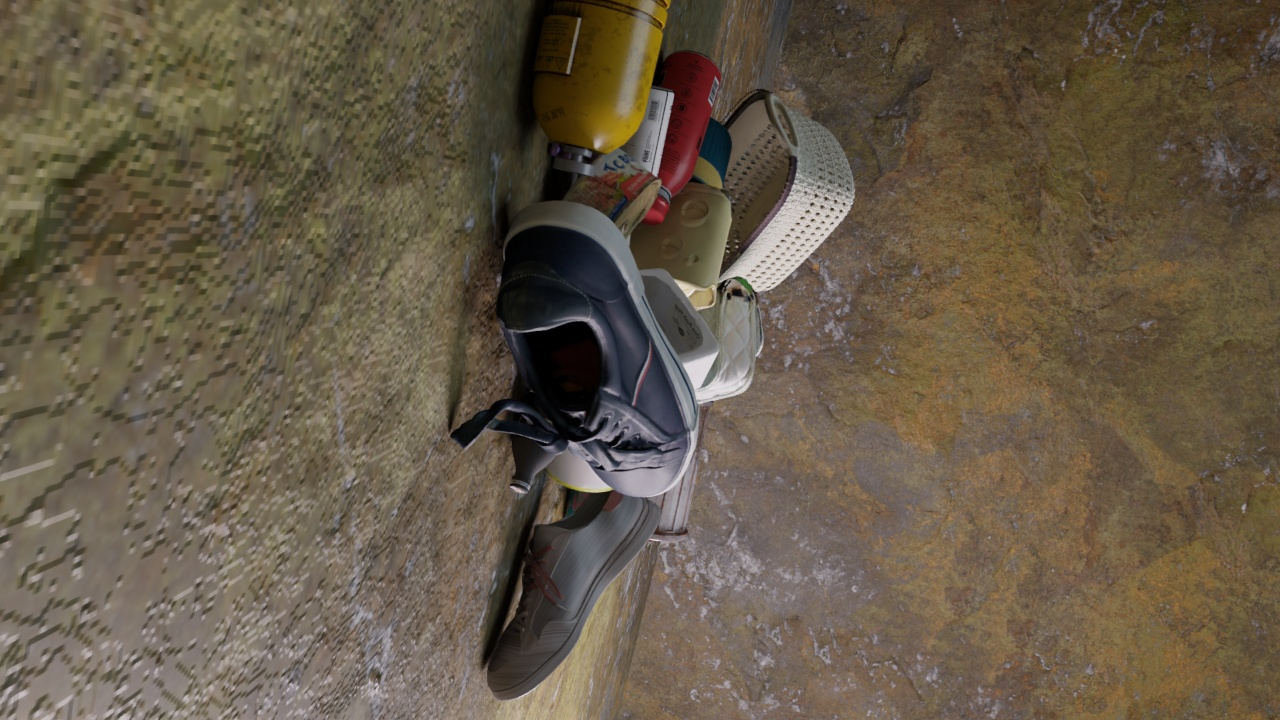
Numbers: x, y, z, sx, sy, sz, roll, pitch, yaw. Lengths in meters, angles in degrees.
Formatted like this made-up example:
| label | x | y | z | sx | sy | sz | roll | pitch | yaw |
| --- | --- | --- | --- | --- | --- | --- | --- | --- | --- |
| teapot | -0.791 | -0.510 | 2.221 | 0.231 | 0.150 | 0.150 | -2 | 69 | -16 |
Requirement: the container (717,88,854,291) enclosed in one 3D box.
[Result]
| label | x | y | z | sx | sy | sz | roll | pitch | yaw |
| --- | --- | --- | --- | --- | --- | --- | --- | --- | --- |
| container | 0.143 | -0.195 | 1.130 | 0.252 | 0.143 | 0.184 | -48 | -139 | 43 |

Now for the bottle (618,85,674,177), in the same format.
| label | x | y | z | sx | sy | sz | roll | pitch | yaw |
| --- | --- | --- | --- | --- | --- | --- | --- | --- | --- |
| bottle | -0.001 | -0.186 | 0.819 | 0.041 | 0.041 | 0.116 | -54 | 157 | -70 |

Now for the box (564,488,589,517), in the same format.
| label | x | y | z | sx | sy | sz | roll | pitch | yaw |
| --- | --- | --- | --- | --- | --- | --- | --- | --- | --- |
| box | -0.030 | 0.096 | 1.000 | 0.094 | 0.039 | 0.227 | 28 | -75 | 63 |

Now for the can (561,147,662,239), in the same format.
| label | x | y | z | sx | sy | sz | roll | pitch | yaw |
| --- | --- | --- | --- | --- | --- | --- | --- | --- | --- |
| can | -0.027 | -0.108 | 0.661 | 0.086 | 0.043 | 0.086 | -52 | 178 | -3 |

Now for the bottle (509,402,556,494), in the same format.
| label | x | y | z | sx | sy | sz | roll | pitch | yaw |
| --- | --- | --- | --- | --- | --- | --- | --- | --- | --- |
| bottle | -0.078 | 0.052 | 0.723 | 0.036 | 0.036 | 0.109 | 90 | 16 | -62 |

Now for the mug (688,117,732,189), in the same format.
| label | x | y | z | sx | sy | sz | roll | pitch | yaw |
| --- | --- | --- | --- | --- | --- | --- | --- | --- | --- |
| mug | 0.056 | -0.222 | 1.017 | 0.114 | 0.083 | 0.107 | 85 | 20 | -52 |

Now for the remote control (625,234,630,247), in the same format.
| label | x | y | z | sx | sy | sz | roll | pitch | yaw |
| --- | --- | --- | --- | --- | --- | --- | --- | --- | --- |
| remote control | -0.031 | -0.082 | 0.806 | 0.126 | 0.038 | 0.018 | 96 | 10 | -48 |

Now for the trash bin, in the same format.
| label | x | y | z | sx | sy | sz | roll | pitch | yaw |
| --- | --- | --- | --- | --- | --- | --- | --- | --- | --- |
| trash bin | 0.019 | 0.146 | 1.269 | 0.130 | 0.131 | 0.211 | -11 | 113 | -82 |

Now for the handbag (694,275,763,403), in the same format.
| label | x | y | z | sx | sy | sz | roll | pitch | yaw |
| --- | --- | --- | --- | --- | --- | --- | --- | --- | --- |
| handbag | 0.063 | -0.013 | 1.116 | 0.195 | 0.072 | 0.138 | -18 | -117 | 53 |

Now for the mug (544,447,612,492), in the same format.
| label | x | y | z | sx | sy | sz | roll | pitch | yaw |
| --- | --- | --- | --- | --- | --- | --- | --- | --- | --- |
| mug | -0.041 | 0.051 | 0.822 | 0.082 | 0.082 | 0.106 | -61 | 163 | -62 |

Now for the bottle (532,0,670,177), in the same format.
| label | x | y | z | sx | sy | sz | roll | pitch | yaw |
| --- | --- | --- | --- | --- | --- | --- | --- | --- | --- |
| bottle | -0.023 | -0.193 | 0.543 | 0.071 | 0.071 | 0.164 | -35 | 139 | -78 |

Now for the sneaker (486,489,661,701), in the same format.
| label | x | y | z | sx | sy | sz | roll | pitch | yaw |
| --- | --- | --- | --- | --- | --- | --- | --- | --- | --- |
| sneaker | -0.082 | 0.200 | 0.864 | 0.235 | 0.089 | 0.099 | -51 | -163 | -25 |

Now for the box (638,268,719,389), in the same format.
| label | x | y | z | sx | sy | sz | roll | pitch | yaw |
| --- | --- | --- | --- | --- | --- | --- | --- | --- | --- |
| box | -0.021 | -0.025 | 0.744 | 0.188 | 0.111 | 0.101 | 1 | 136 | -49 |

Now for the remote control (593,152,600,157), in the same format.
| label | x | y | z | sx | sy | sz | roll | pitch | yaw |
| --- | --- | --- | --- | --- | --- | --- | --- | --- | --- |
| remote control | -0.030 | -0.169 | 0.738 | 0.033 | 0.015 | 0.146 | 80 | 25 | -72 |

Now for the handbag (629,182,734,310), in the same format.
| label | x | y | z | sx | sy | sz | roll | pitch | yaw |
| --- | --- | --- | --- | --- | --- | --- | --- | --- | --- |
| handbag | 0.034 | -0.119 | 0.938 | 0.081 | 0.111 | 0.119 | 50 | 51 | -55 |

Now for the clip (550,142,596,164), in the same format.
| label | x | y | z | sx | sy | sz | roll | pitch | yaw |
| --- | --- | --- | --- | --- | --- | --- | --- | --- | --- |
| clip | -0.046 | -0.142 | 0.636 | 0.051 | 0.033 | 0.013 | -31 | 134 | -79 |

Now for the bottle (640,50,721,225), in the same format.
| label | x | y | z | sx | sy | sz | roll | pitch | yaw |
| --- | --- | --- | --- | --- | --- | --- | --- | --- | --- |
| bottle | 0.029 | -0.217 | 0.905 | 0.062 | 0.062 | 0.176 | 83 | 23 | -70 |

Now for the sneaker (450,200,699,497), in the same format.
| label | x | y | z | sx | sy | sz | roll | pitch | yaw |
| --- | --- | --- | --- | --- | --- | --- | --- | --- | --- |
| sneaker | -0.036 | 0.038 | 0.630 | 0.295 | 0.121 | 0.127 | 70 | 25 | -51 |
